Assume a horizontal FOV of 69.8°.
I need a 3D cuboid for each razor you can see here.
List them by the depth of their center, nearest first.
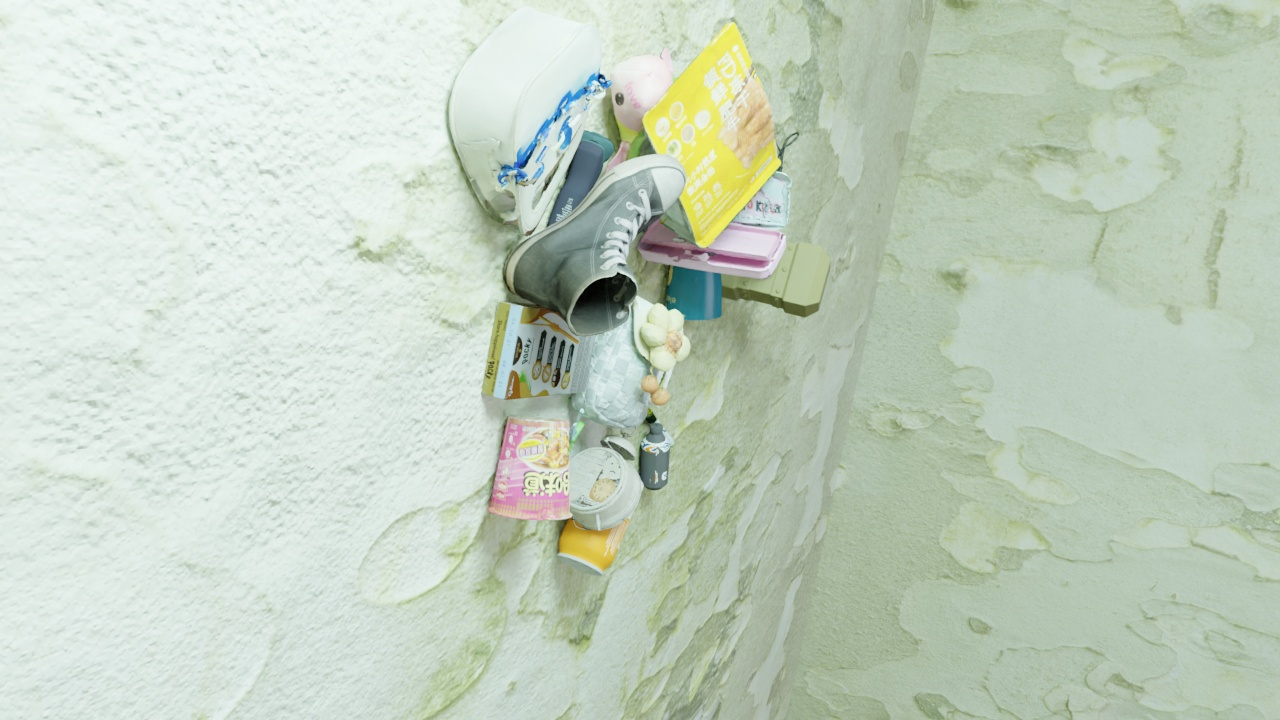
[{"bbox_3d":[-0.074,-0.189,1.035,0.052,0.047,0.142,115,-4,-81],"label":"razor"}]

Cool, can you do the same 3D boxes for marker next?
[{"bbox_3d":[0.030,0.110,1.473,0.017,0.017,0.146,-69,157,-18],"label":"marker"}]

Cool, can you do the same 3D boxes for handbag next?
[{"bbox_3d":[-0.096,-0.224,0.908,0.200,0.093,0.200,86,28,-52],"label":"handbag"},{"bbox_3d":[-0.007,0.007,1.181,0.112,0.123,0.171,28,79,-46],"label":"handbag"}]

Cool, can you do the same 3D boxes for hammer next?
[{"bbox_3d":[0.187,-0.166,1.388,0.325,0.190,0.100,44,62,-75],"label":"hammer"}]

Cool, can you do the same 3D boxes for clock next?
[{"bbox_3d":[-0.048,0.144,1.202,0.156,0.103,0.061,-61,146,-21],"label":"clock"}]

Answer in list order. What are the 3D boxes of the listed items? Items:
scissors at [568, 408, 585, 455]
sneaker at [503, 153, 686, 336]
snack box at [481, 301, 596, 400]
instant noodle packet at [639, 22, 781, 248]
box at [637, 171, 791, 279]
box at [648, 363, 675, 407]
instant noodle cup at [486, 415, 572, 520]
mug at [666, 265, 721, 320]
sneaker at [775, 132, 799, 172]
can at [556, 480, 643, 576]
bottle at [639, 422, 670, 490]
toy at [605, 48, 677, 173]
[{"bbox_3d":[-0.080,0.085,1.123,0.078,0.033,0.176,-61,-178,-24],"label":"scissors"},{"bbox_3d":[-0.021,-0.124,0.977,0.234,0.120,0.095,-37,142,-18],"label":"sneaker"},{"bbox_3d":[-0.110,-0.012,1.058,0.185,0.032,0.101,-2,105,-66],"label":"snack box"},{"bbox_3d":[0.076,-0.264,1.078,0.162,0.084,0.222,-47,150,-12],"label":"instant noodle packet"},{"bbox_3d":[0.102,-0.185,1.230,0.073,0.202,0.149,23,81,-60],"label":"box"},{"bbox_3d":[-0.005,0.007,1.308,0.107,0.076,0.102,43,65,-62],"label":"box"},{"bbox_3d":[-0.121,0.119,1.042,0.097,0.098,0.108,6,89,-67],"label":"instant noodle cup"},{"bbox_3d":[0.081,-0.123,1.395,0.112,0.084,0.104,-99,-170,-74],"label":"mug"},{"bbox_3d":[0.169,-0.272,1.339,0.237,0.143,0.101,-46,123,-76],"label":"sneaker"},{"bbox_3d":[-0.055,0.214,1.252,0.142,0.079,0.079,-67,155,-22],"label":"can"},{"bbox_3d":[0.023,0.150,1.439,0.046,0.047,0.112,-41,139,-54],"label":"bottle"},{"bbox_3d":[0.017,-0.290,1.127,0.189,0.088,0.238,-61,161,-14],"label":"toy"}]
